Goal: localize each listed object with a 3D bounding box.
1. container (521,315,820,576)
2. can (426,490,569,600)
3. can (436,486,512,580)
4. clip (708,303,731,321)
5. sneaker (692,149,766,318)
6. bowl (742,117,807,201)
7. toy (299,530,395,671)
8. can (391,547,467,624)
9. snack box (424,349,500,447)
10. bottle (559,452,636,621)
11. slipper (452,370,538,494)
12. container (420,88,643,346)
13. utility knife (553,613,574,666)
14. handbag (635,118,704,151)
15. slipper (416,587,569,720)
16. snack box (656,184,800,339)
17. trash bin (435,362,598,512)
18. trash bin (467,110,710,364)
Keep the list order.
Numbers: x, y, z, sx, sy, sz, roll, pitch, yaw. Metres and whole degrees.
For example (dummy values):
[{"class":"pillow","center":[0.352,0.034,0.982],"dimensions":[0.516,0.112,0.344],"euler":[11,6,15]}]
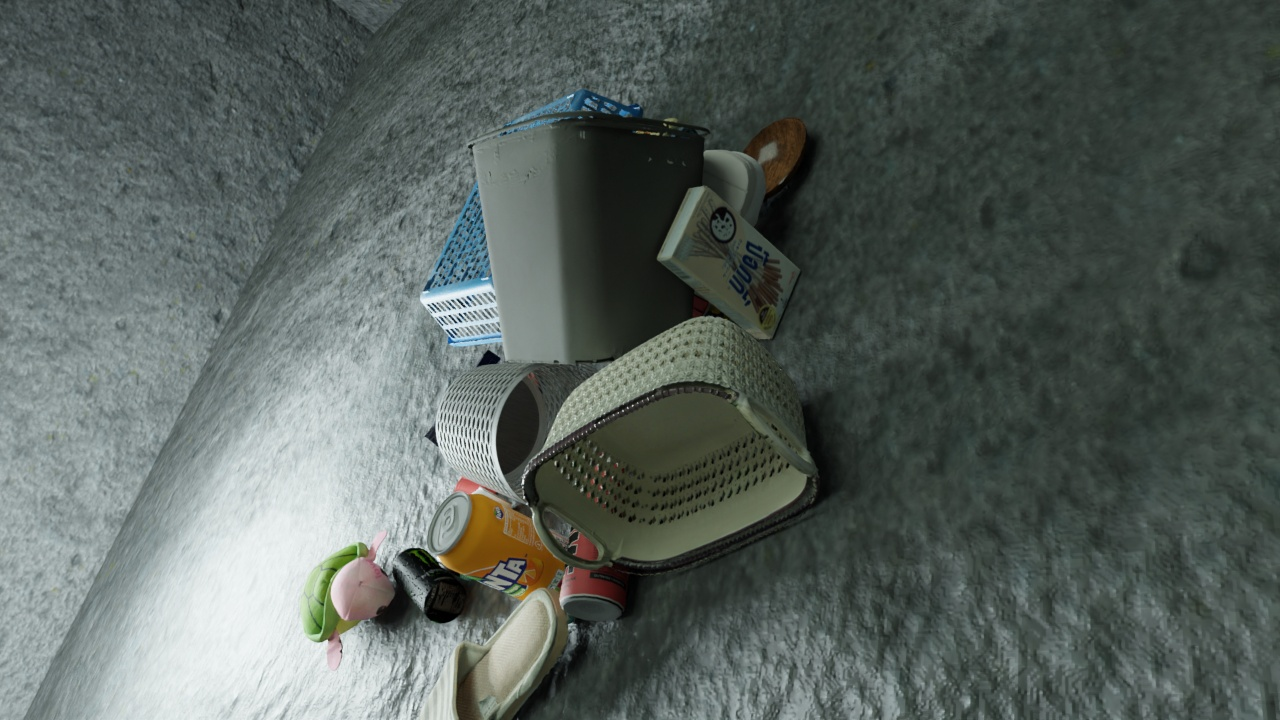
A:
[{"class":"container","center":[0.027,0.075,0.799],"dimensions":[0.252,0.184,0.143],"euler":[-31,31,32]},{"class":"can","center":[-0.140,0.192,0.937],"dimensions":[0.079,0.142,0.079],"euler":[-33,39,31]},{"class":"can","center":[-0.194,0.204,1.080],"dimensions":[0.055,0.055,0.101],"euler":[12,71,55]},{"class":"clip","center":[0.103,-0.063,0.961],"dimensions":[0.054,0.046,0.048],"euler":[-60,0,-8]},{"class":"sneaker","center":[0.069,-0.116,1.004],"dimensions":[0.090,0.104,0.237],"euler":[31,115,22]},{"class":"bowl","center":[0.149,-0.218,1.031],"dimensions":[0.102,0.026,0.114],"euler":[7,68,54]},{"class":"toy","center":[-0.396,0.309,1.223],"dimensions":[0.239,0.087,0.189],"euler":[-13,51,54]},{"class":"can","center":[-0.256,0.268,1.104],"dimensions":[0.138,0.054,0.054],"euler":[17,75,56]},{"class":"snack box","center":[-0.241,0.050,1.250],"dimensions":[0.082,0.027,0.150],"euler":[-48,11,26]},{"class":"bottle","center":[-0.037,0.162,0.905],"dimensions":[0.062,0.062,0.176],"euler":[-26,43,38]},{"class":"slipper","center":[-0.203,0.109,1.174],"dimensions":[0.104,0.059,0.248],"euler":[-3,61,52]},{"class":"container","center":[-0.161,-0.202,1.252],"dimensions":[0.258,0.089,0.361],"euler":[-4,59,51]},{"class":"utility knife","center":[-0.065,0.235,0.926],"dimensions":[0.022,0.015,0.147],"euler":[-3,62,43]},{"class":"handbag","center":[0.011,-0.214,1.115],"dimensions":[0.122,0.119,0.191],"euler":[-7,50,24]},{"class":"slipper","center":[-0.162,0.332,0.916],"dimensions":[0.273,0.054,0.114],"euler":[-52,29,16]},{"class":"snack box","center":[0.088,-0.092,0.884],"dimensions":[0.026,0.150,0.081],"euler":[3,62,53]},{"class":"trash bin","center":[-0.128,0.077,1.019],"dimensions":[0.184,0.156,0.156],"euler":[2,63,56]},{"class":"trash bin","center":[-0.047,-0.112,0.910],"dimensions":[0.198,0.197,0.220],"euler":[1,95,49]}]
